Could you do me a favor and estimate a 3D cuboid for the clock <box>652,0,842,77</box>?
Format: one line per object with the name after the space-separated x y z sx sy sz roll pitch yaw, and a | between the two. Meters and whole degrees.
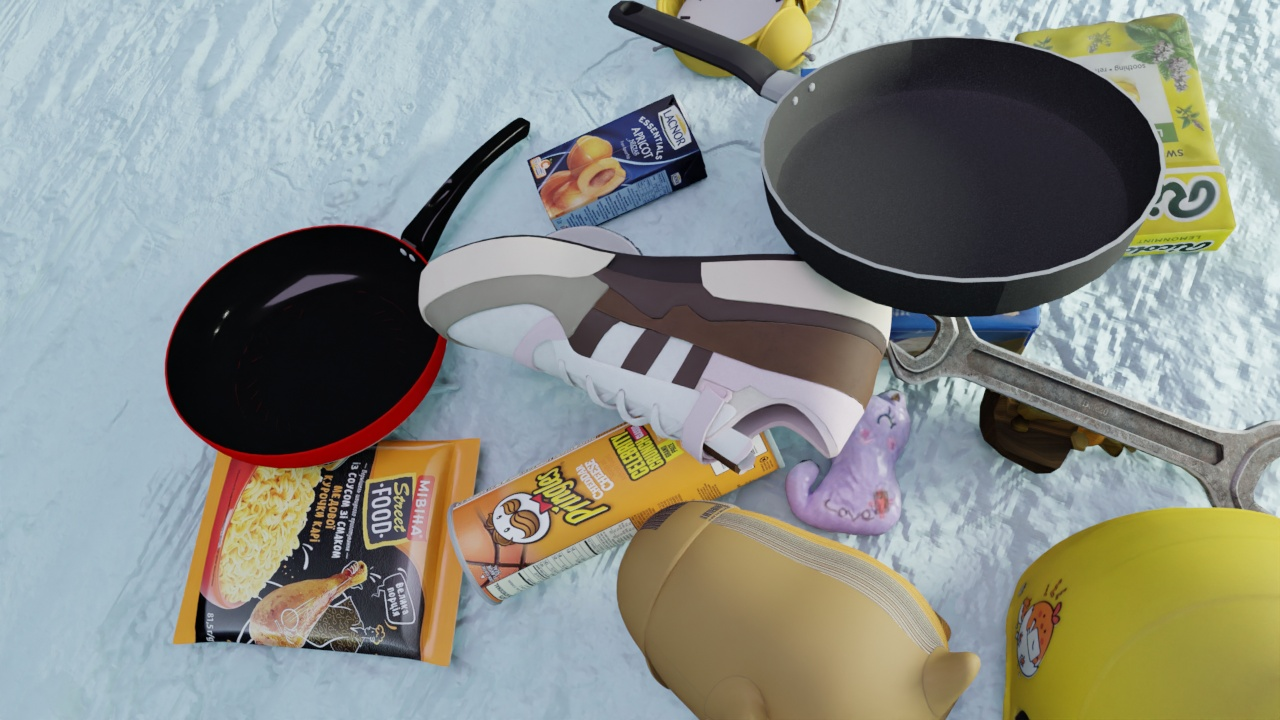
0.086 -0.286 0.745 0.152 0.052 0.113 10 73 21 | clock

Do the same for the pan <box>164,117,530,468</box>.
-0.204 -0.065 0.724 0.209 0.067 0.355 32 66 23 | pan

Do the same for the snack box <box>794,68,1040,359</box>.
0.187 -0.105 0.643 0.155 0.069 0.202 0 71 14 | snack box

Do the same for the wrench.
0.276 0.030 0.548 0.273 0.010 0.070 21 87 -3 | wrench

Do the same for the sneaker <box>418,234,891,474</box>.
-0.003 0.003 0.558 0.294 0.112 0.116 6 71 12 | sneaker

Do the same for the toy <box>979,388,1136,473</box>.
0.267 0.041 0.580 0.100 0.063 0.076 11 50 -1 | toy

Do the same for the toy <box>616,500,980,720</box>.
0.073 0.167 0.537 0.203 0.198 0.163 31 124 25 | toy

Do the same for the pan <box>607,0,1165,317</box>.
0.114 -0.141 0.539 0.356 0.044 0.203 34 63 30 | pan

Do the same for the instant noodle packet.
-0.231 0.132 0.676 0.221 0.032 0.159 0 71 13 | instant noodle packet

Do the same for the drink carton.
-0.017 -0.152 0.725 0.130 0.040 0.064 -23 67 4 | drink carton

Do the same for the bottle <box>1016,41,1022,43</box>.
0.195 -0.128 0.584 0.084 0.046 0.173 34 81 21 | bottle

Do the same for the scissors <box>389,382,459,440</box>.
-0.223 0.021 0.725 0.170 0.028 0.138 -2 68 8 | scissors

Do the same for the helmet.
0.304 0.187 0.470 0.209 0.140 0.239 -2 70 13 | helmet

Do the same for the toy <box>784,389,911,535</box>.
0.138 0.065 0.610 0.080 0.036 0.099 2 72 13 | toy

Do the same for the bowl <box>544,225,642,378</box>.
-0.039 -0.036 0.675 0.113 0.063 0.113 -4 70 11 | bowl

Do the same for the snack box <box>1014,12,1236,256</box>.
0.330 -0.160 0.641 0.121 0.045 0.180 -2 70 12 | snack box

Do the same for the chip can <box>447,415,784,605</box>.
-0.017 0.085 0.619 0.215 0.075 0.075 -26 67 3 | chip can
